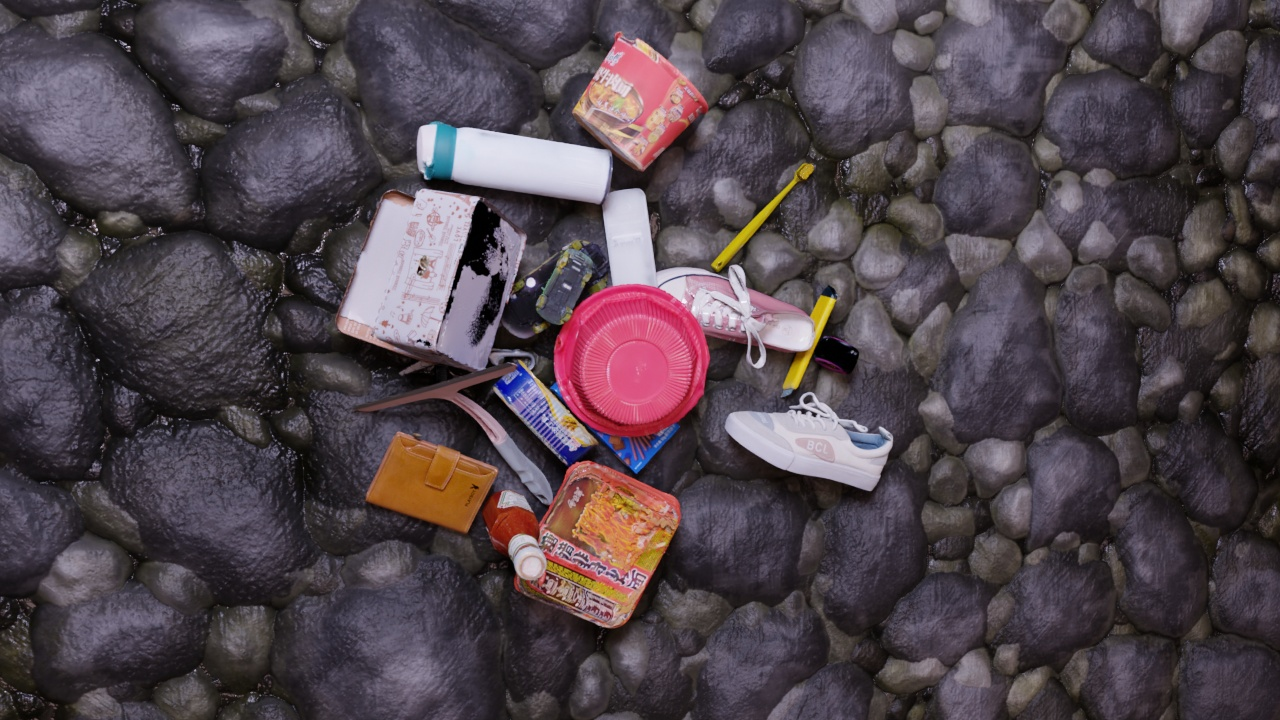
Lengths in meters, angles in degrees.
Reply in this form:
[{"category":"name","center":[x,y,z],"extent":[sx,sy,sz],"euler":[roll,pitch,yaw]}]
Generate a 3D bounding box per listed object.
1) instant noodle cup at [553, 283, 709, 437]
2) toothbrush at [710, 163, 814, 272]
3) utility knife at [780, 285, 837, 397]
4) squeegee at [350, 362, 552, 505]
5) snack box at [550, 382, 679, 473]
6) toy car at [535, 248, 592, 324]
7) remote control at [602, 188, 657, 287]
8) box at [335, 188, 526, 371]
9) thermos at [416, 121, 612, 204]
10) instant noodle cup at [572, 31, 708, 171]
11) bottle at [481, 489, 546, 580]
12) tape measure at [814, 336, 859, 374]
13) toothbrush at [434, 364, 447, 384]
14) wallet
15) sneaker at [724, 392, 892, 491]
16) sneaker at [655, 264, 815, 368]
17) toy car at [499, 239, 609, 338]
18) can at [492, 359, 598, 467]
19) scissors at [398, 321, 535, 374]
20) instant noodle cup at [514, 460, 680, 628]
[{"category":"instant noodle cup","center":[-0.007,0.006,1.103],"extent":[0.193,0.066,0.194],"euler":[-1,101,-7]},{"category":"toothbrush","center":[0.161,-0.188,1.198],"extent":[0.015,0.016,0.190],"euler":[44,84,-16]},{"category":"utility knife","center":[0.227,-0.023,1.232],"extent":[0.015,0.033,0.164],"euler":[21,95,-22]},{"category":"squeegee","center":[-0.177,0.094,1.105],"extent":[0.249,0.248,0.040],"euler":[51,37,-35]},{"category":"snack box","center":[-0.031,0.061,1.169],"extent":[0.084,0.026,0.157],"euler":[-46,107,-11]},{"category":"toy car","center":[-0.091,-0.087,1.085],"extent":[0.043,0.036,0.091],"euler":[29,81,-21]},{"category":"remote control","center":[-0.013,-0.143,1.136],"extent":[0.056,0.020,0.136],"euler":[-8,88,7]},{"category":"box","center":[-0.248,-0.097,1.035],"extent":[0.181,0.153,0.182],"euler":[13,81,18]},{"category":"thermos","center":[-0.149,-0.234,1.081],"extent":[0.224,0.073,0.073],"euler":[6,95,-16]},{"category":"instant noodle cup","center":[-0.005,-0.297,1.083],"extent":[0.138,0.138,0.108],"euler":[38,94,-17]},{"category":"bottle","center":[-0.144,0.204,1.065],"extent":[0.059,0.206,0.060],"euler":[-2,99,-16]},{"category":"tape measure","center":[0.264,-0.009,1.230],"extent":[0.057,0.058,0.039],"euler":[26,85,2]},{"category":"toothbrush","center":[-0.236,-0.054,1.106],"extent":[0.016,0.014,0.189],"euler":[2,96,-24]},{"category":"wallet","center":[-0.249,0.142,1.106],"extent":[0.130,0.035,0.119],"euler":[23,114,-17]},{"category":"sneaker","center":[0.231,0.098,1.215],"extent":[0.242,0.089,0.091],"euler":[18,107,-21]},{"category":"sneaker","center":[0.119,-0.059,1.164],"extent":[0.241,0.088,0.118],"euler":[15,93,-13]},{"category":"toy car","center":[-0.107,-0.088,1.120],"extent":[0.158,0.042,0.070],"euler":[-36,104,-17]},{"category":"can","center":[-0.116,0.067,1.122],"extent":[0.049,0.074,0.148],"euler":[-43,115,-6]},{"category":"scissors","center":[-0.203,-0.021,1.110],"extent":[0.175,0.014,0.159],"euler":[37,81,-23]},{"category":"instant noodle cup","center":[-0.056,0.225,1.158],"extent":[0.164,0.079,0.189],"euler":[29,91,-19]}]
